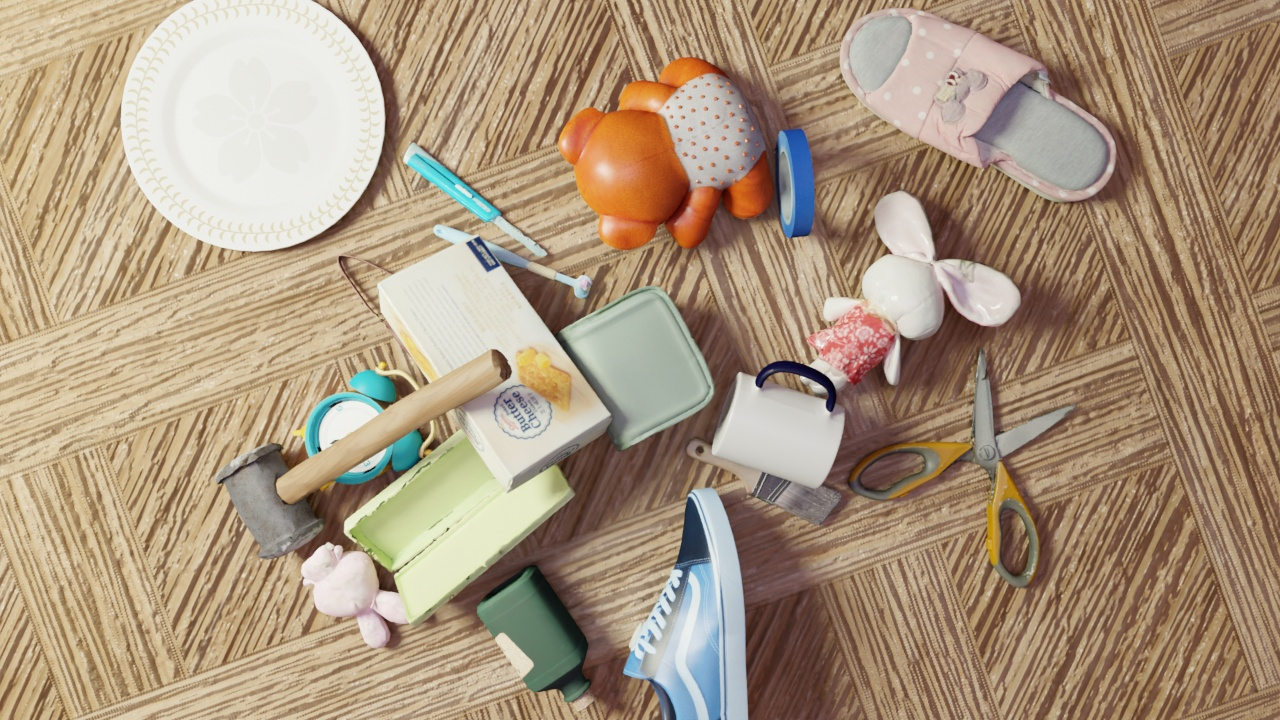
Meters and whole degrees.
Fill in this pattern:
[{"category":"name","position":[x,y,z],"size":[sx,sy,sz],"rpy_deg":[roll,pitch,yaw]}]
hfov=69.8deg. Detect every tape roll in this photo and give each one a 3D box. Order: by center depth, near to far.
[{"category":"tape roll","position":[0.136,-0.156,0.812],"size":[0.016,0.091,0.093],"rpy_deg":[-6,86,0]}]

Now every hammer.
[{"category":"hammer","position":[-0.235,0.071,0.774],"size":[0.329,0.052,0.098],"rpy_deg":[-30,90,26]}]

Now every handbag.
[{"category":"handbag","position":[-0.005,0.005,0.826],"size":[0.106,0.067,0.122],"rpy_deg":[-29,91,-8]},{"category":"handbag","position":[-0.234,-0.059,0.849],"size":[0.119,0.029,0.055],"rpy_deg":[40,88,5]}]

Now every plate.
[{"category":"plate","position":[-0.356,-0.221,0.850],"size":[0.242,0.016,0.242],"rpy_deg":[0,91,0]}]

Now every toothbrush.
[{"category":"toothbrush","position":[-0.119,-0.094,0.850],"size":[0.155,0.016,0.022],"rpy_deg":[21,104,0]}]

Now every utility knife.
[{"category":"utility knife","position":[-0.151,-0.147,0.852],"size":[0.162,0.015,0.022],"rpy_deg":[36,61,-2]}]

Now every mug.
[{"category":"mug","position":[0.126,0.050,0.810],"size":[0.097,0.078,0.112],"rpy_deg":[18,125,0]}]

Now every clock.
[{"category":"clock","position":[-0.251,0.063,0.841],"size":[0.130,0.043,0.099],"rpy_deg":[-27,90,7]}]

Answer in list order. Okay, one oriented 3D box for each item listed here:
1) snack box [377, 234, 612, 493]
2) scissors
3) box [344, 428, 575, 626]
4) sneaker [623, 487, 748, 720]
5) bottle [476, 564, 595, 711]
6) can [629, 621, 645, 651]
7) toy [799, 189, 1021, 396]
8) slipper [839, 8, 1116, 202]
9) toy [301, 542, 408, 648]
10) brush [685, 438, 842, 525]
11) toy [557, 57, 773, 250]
[{"category":"snack box","position":[-0.129,0.001,0.794],"size":[0.104,0.058,0.208],"rpy_deg":[-32,78,-24]},{"category":"scissors","position":[0.303,0.104,0.852],"size":[0.230,0.016,0.225],"rpy_deg":[-7,90,0]},{"category":"box","position":[-0.161,0.135,0.831],"size":[0.188,0.066,0.127],"rpy_deg":[-41,76,0]},{"category":"sneaker","position":[0.035,0.232,0.797],"size":[0.098,0.083,0.241],"rpy_deg":[0,76,-10]},{"category":"bottle","position":[-0.086,0.258,0.831],"size":[0.061,0.061,0.131],"rpy_deg":[-34,90,3]},{"category":"can","position":[0.037,0.275,0.845],"size":[0.095,0.032,0.032],"rpy_deg":[28,90,0]},{"category":"toy","position":[0.222,-0.042,0.821],"size":[0.159,0.084,0.194],"rpy_deg":[43,94,19]},{"category":"slipper","position":[0.308,-0.233,0.829],"size":[0.274,0.054,0.114],"rpy_deg":[28,90,-1]},{"category":"toy","position":[-0.259,0.213,0.840],"size":[0.063,0.047,0.110],"rpy_deg":[-41,99,8]},{"category":"brush","position":[0.112,0.109,0.854],"size":[0.151,0.012,0.039],"rpy_deg":[26,91,0]},{"category":"toy","position":[0.021,-0.179,0.819],"size":[0.172,0.093,0.164],"rpy_deg":[-26,93,-12]}]
